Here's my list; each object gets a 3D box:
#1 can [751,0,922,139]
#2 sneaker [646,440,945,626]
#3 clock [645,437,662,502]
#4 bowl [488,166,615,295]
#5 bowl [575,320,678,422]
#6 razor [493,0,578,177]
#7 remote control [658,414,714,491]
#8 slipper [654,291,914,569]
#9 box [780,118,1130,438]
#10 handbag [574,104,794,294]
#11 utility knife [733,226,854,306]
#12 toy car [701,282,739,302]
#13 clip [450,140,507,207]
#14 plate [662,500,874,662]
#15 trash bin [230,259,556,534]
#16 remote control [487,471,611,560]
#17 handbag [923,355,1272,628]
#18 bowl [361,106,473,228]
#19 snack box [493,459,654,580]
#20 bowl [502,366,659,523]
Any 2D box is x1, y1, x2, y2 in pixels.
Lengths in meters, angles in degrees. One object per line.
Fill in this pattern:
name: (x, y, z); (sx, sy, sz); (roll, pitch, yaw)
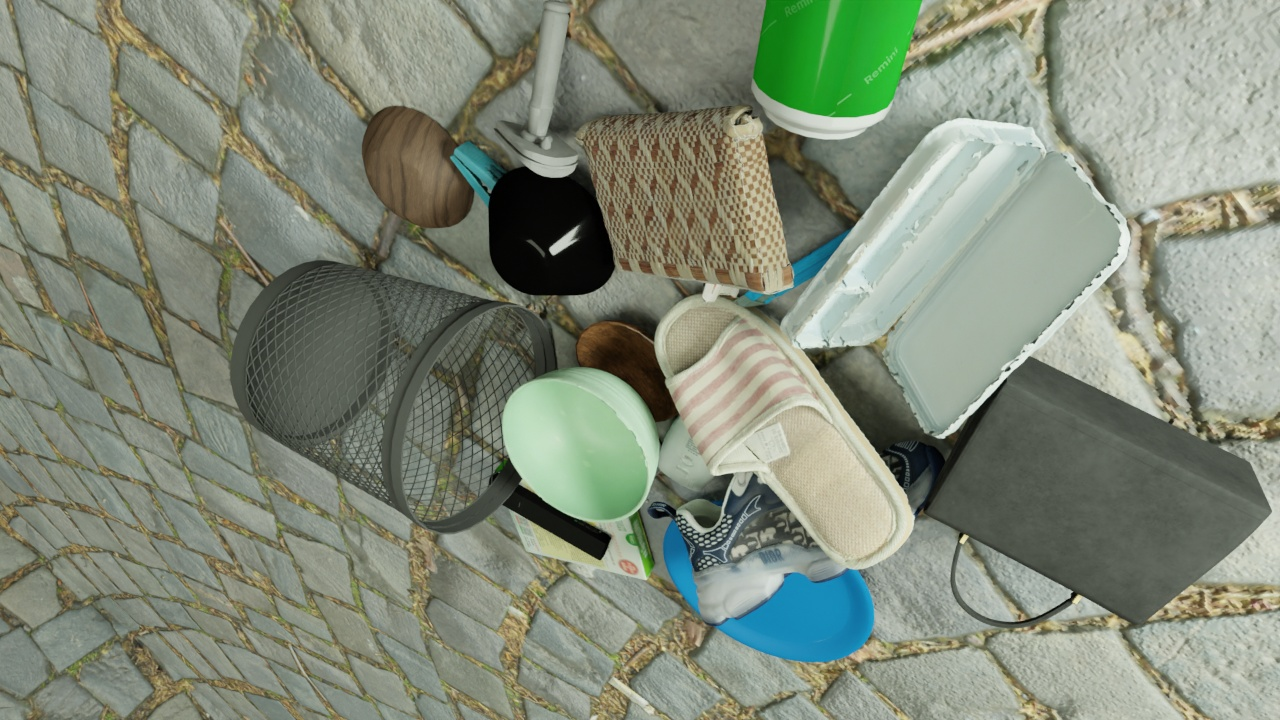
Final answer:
can: (0.117, -0.208, 0.533); (0.088, 0.087, 0.140); (22, 135, 16)
sneaker: (0.127, 0.121, 0.796); (0.270, 0.103, 0.132); (-36, 84, 32)
clock: (-0.027, 0.085, 0.915); (0.095, 0.035, 0.123); (7, 130, 29)
bowl: (-0.086, -0.092, 0.757); (0.124, 0.052, 0.124); (17, 134, 19)
bowl: (-0.005, 0.005, 0.839); (0.102, 0.026, 0.114); (-21, 112, 44)
razor: (-0.071, -0.207, 0.685); (0.088, 0.047, 0.116); (50, 134, 51)
remote control: (0.053, 0.078, 0.860); (0.060, 0.028, 0.115); (30, 139, 10)
slipper: (0.101, 0.054, 0.725); (0.263, 0.052, 0.115); (50, 117, 18)
box: (0.189, -0.049, 0.594); (0.129, 0.105, 0.211); (66, 146, 34)
handbag: (0.031, -0.117, 0.659); (0.186, 0.046, 0.124); (16, 127, 52)
utility knife: (0.151, -0.086, 0.658); (0.221, 0.031, 0.015); (-34, 61, 43)
toy car: (0.073, -0.095, 0.697); (0.039, 0.039, 0.113); (14, 135, -5)
clip: (-0.111, -0.125, 0.802); (0.122, 0.033, 0.120); (23, 139, 15)
plate: (0.129, 0.221, 0.934); (0.224, 0.024, 0.225); (18, 133, 20)
trash bin: (-0.237, 0.022, 0.878); (0.227, 0.217, 0.218); (19, 134, 25)
remote control: (-0.102, 0.171, 1.012); (0.150, 0.013, 0.034); (28, 135, 10)
handbag: (0.297, 0.122, 0.663); (0.176, 0.072, 0.196); (28, 119, 11)
bowl: (-0.209, -0.166, 0.826); (0.119, 0.032, 0.119); (18, 134, 20)
snack box: (-0.075, 0.178, 1.031); (0.168, 0.027, 0.132); (7, 129, 29)
bowl: (-0.044, 0.065, 0.833); (0.151, 0.076, 0.151); (15, 125, 23)
